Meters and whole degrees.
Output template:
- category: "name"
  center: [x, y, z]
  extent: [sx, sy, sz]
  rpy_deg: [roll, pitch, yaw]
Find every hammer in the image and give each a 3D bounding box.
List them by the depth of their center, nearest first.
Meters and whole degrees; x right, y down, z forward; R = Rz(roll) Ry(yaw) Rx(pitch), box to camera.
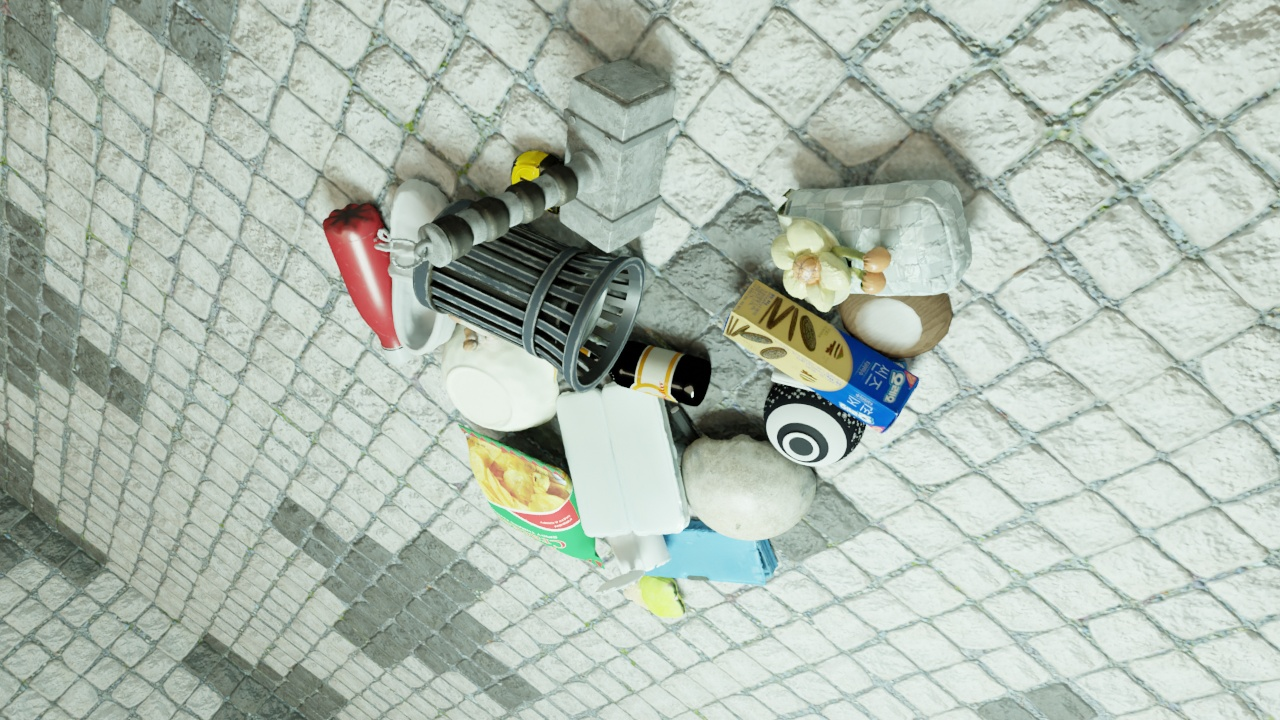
- category: "hammer"
  center: [-0.102, -0.152, 0.864]
  extent: [0.079, 0.325, 0.177]
  rpy_deg: [36, 140, 24]

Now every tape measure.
- category: "tape measure"
  center: [-0.116, -0.201, 1.033]
  extent: [0.064, 0.037, 0.066]
  rpy_deg: [22, 135, 12]

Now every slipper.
- category: "slipper"
  center: [-0.286, -0.116, 1.183]
  extent: [0.112, 0.074, 0.247]
  rpy_deg: [10, 125, 3]

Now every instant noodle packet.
- category: "instant noodle packet"
  center: [-0.159, 0.206, 1.364]
  extent: [0.196, 0.090, 0.253]
  rpy_deg: [20, 145, 31]

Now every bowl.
- category: "bowl"
  center: [0.259, -0.044, 0.949]
  extent: [0.118, 0.030, 0.118]
  rpy_deg: [17, 134, 18]
- category: "bowl"
  center: [0.196, 0.079, 1.068]
  extent: [0.120, 0.066, 0.120]
  rpy_deg: [17, 134, 18]
- category: "bowl"
  center: [0.128, 0.177, 1.162]
  extent: [0.178, 0.081, 0.179]
  rpy_deg: [12, 143, 9]
- category: "bowl"
  center: [-0.209, 0.036, 1.281]
  extent: [0.220, 0.060, 0.188]
  rpy_deg: [-25, 112, 42]

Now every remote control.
- category: "remote control"
  center: [0.213, 0.024, 1.028]
  extent: [0.131, 0.033, 0.012]
  rpy_deg: [13, 135, 16]

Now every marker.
- category: "marker"
  center: [0.077, 0.110, 1.203]
  extent: [0.021, 0.017, 0.124]
  rpy_deg: [-16, 118, 39]

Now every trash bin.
- category: "trash bin"
  center: [-0.134, -0.084, 1.063]
  extent: [0.227, 0.163, 0.165]
  rpy_deg: [25, 136, 16]

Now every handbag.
- category: "handbag"
  center: [0.212, -0.105, 0.858]
  extent: [0.172, 0.123, 0.112]
  rpy_deg: [0, 121, 38]

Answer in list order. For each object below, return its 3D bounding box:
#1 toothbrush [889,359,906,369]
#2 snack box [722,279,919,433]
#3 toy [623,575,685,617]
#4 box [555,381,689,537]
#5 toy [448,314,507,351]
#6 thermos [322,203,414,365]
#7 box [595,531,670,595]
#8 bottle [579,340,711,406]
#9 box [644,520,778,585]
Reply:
- category: "toothbrush"
  center: [0.213, -0.001, 1.027]
  extent: [0.167, 0.014, 0.016]
  rpy_deg: [8, 131, 26]
- category: "snack box"
  center: [0.191, -0.005, 0.982]
  extent: [0.207, 0.056, 0.057]
  rpy_deg: [33, 153, 11]
- category: "toy"
  center: [0.016, 0.364, 1.443]
  extent: [0.115, 0.046, 0.092]
  rpy_deg: [1, 127, 39]
- category: "box"
  center: [-0.030, 0.131, 1.215]
  extent: [0.189, 0.037, 0.208]
  rpy_deg: [-10, 91, 36]
- category: "toy"
  center: [-0.188, -0.046, 1.187]
  extent: [0.106, 0.085, 0.074]
  rpy_deg: [3, 100, 4]
- category: "thermos"
  center: [-0.357, -0.094, 1.245]
  extent: [0.073, 0.073, 0.240]
  rpy_deg: [10, 132, 24]
- category: "box"
  center: [-0.024, 0.252, 1.268]
  extent: [0.080, 0.150, 0.106]
  rpy_deg: [-24, 85, 24]
- category: "bottle"
  center: [-0.007, 0.007, 1.133]
  extent: [0.182, 0.059, 0.059]
  rpy_deg: [15, 133, 20]
- category: "box"
  center: [0.076, 0.275, 1.323]
  extent: [0.232, 0.052, 0.093]
  rpy_deg: [-4, 124, 33]
